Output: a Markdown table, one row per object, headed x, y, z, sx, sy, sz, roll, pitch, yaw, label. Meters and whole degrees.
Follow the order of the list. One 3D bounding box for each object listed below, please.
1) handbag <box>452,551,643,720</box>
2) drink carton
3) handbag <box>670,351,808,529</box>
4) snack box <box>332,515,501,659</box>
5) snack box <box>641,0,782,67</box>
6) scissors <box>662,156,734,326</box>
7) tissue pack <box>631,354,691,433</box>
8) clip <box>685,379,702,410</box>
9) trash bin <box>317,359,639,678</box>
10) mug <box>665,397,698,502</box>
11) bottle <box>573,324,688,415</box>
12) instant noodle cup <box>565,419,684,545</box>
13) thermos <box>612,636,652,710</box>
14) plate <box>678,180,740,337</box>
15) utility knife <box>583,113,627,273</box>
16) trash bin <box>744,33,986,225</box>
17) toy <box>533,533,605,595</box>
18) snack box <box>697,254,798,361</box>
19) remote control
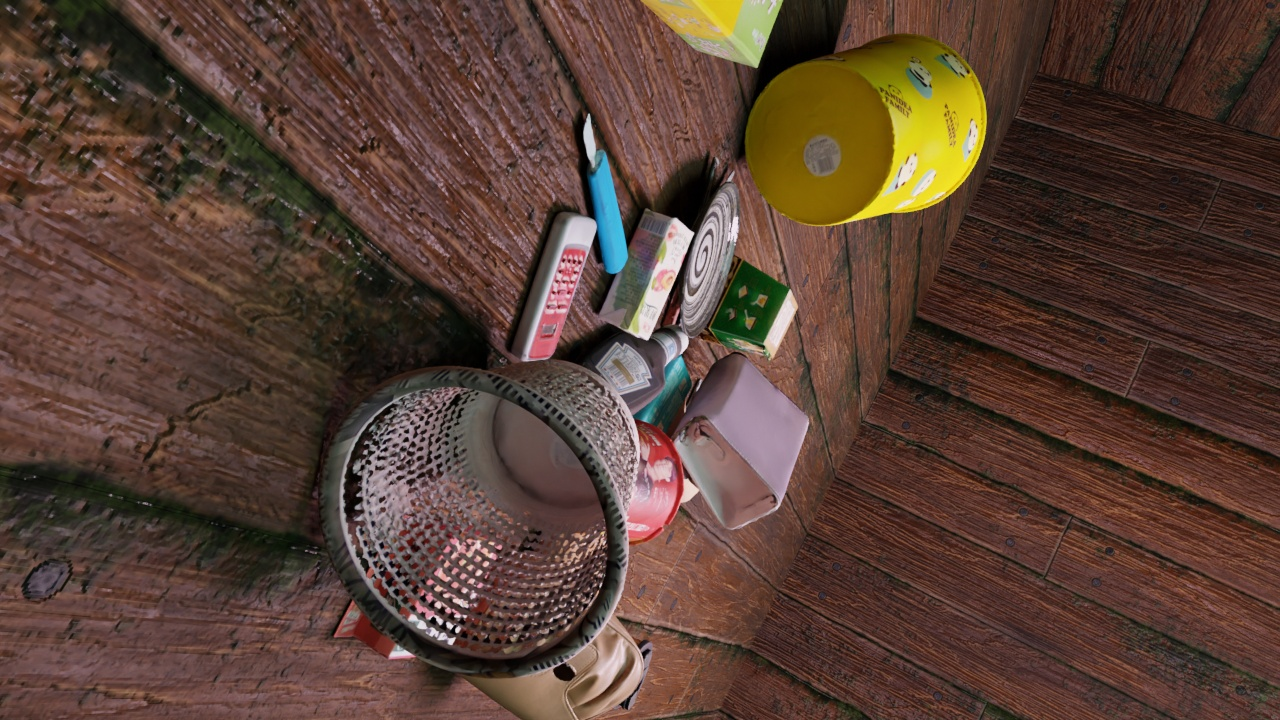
| x | y | z | sx | sy | sz | roll | pitch | yaw | label |
| --- | --- | --- | --- | --- | --- | --- | --- | --- | --- |
| -0.094 | 0.301 | 0.943 | 0.147 | 0.100 | 0.204 | -46 | 116 | -4 | handbag |
| 0.005 | -0.087 | 0.929 | 0.053 | 0.045 | 0.122 | 21 | 93 | -63 | drink carton |
| 0.117 | 0.090 | 1.115 | 0.099 | 0.145 | 0.196 | -30 | -168 | 29 | handbag |
| -0.187 | 0.197 | 0.794 | 0.113 | 0.044 | 0.127 | -63 | 158 | -5 | snack box |
| 0.068 | -0.353 | 0.755 | 0.209 | 0.070 | 0.158 | 0 | 113 | -66 | snack box |
| 0.054 | -0.121 | 1.048 | 0.226 | 0.015 | 0.189 | -53 | 156 | -27 | scissors |
| 0.011 | 0.046 | 1.082 | 0.133 | 0.050 | 0.093 | -59 | 156 | -16 | tissue pack |
| 0.077 | 0.055 | 1.297 | 0.056 | 0.026 | 0.024 | -54 | 157 | 6 | clip |
| -0.094 | 0.092 | 0.702 | 0.191 | 0.227 | 0.228 | -43 | 152 | -69 | trash bin |
| 0.045 | 0.113 | 1.215 | 0.104 | 0.084 | 0.124 | 88 | 7 | -51 | mug |
| -0.006 | 0.006 | 0.964 | 0.044 | 0.080 | 0.194 | -38 | 178 | 35 | bottle |
| -0.038 | 0.123 | 0.950 | 0.108 | 0.138 | 0.138 | 17 | 98 | -60 | instant noodle cup |
| -0.054 | 0.370 | 1.155 | 0.092 | 0.143 | 0.093 | -50 | 155 | -34 | thermos |
| 0.072 | -0.114 | 1.025 | 0.179 | 0.024 | 0.179 | 19 | 89 | -72 | plate |
| -0.033 | -0.143 | 0.819 | 0.187 | 0.018 | 0.034 | 79 | 29 | -56 | utility knife |
| 0.269 | -0.276 | 1.118 | 0.254 | 0.230 | 0.230 | -26 | 137 | -50 | trash bin |
| -0.082 | 0.237 | 1.047 | 0.143 | 0.082 | 0.226 | -9 | 117 | -65 | toy |
| 0.138 | -0.067 | 1.178 | 0.117 | 0.106 | 0.118 | -64 | 160 | -5 | snack box |
| -0.075 | -0.063 | 0.805 | 0.055 | 0.020 | 0.136 | -6 | 119 | -65 | remote control |
